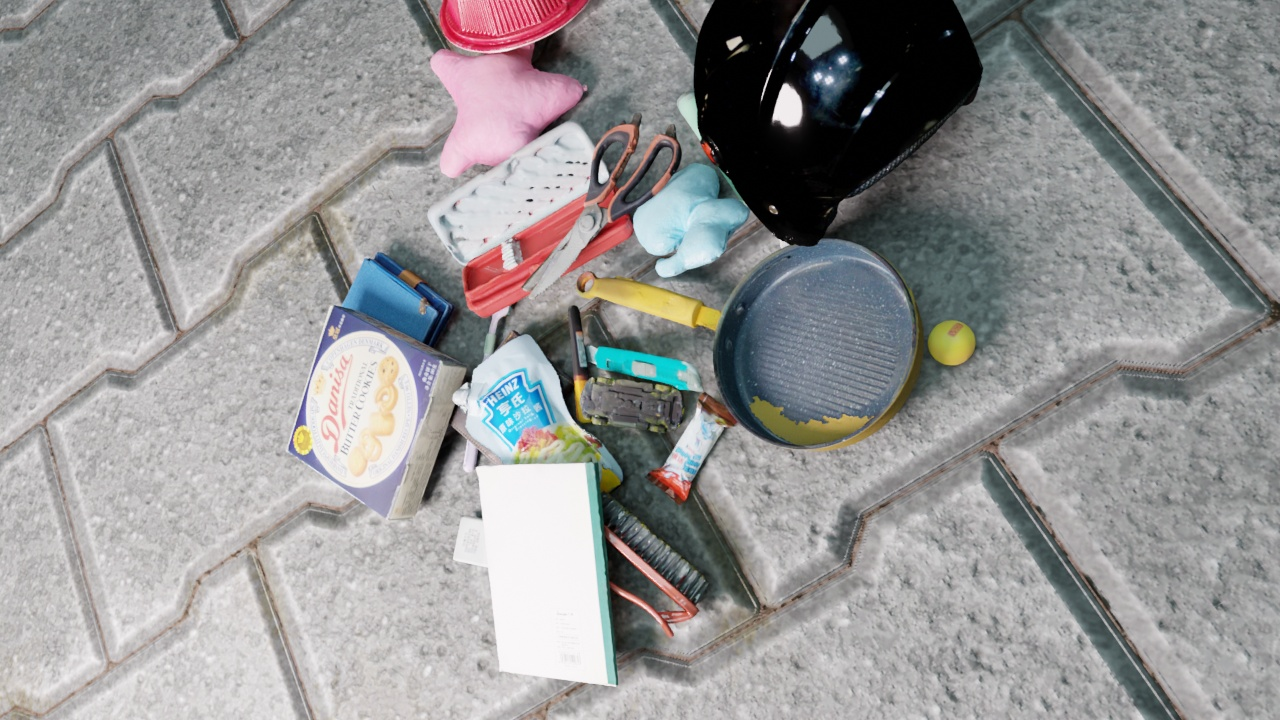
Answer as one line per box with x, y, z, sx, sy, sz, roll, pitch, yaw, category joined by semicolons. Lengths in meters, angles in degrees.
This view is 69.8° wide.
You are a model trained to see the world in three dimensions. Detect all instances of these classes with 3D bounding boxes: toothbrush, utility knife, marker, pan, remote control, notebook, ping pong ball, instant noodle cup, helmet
0.100;-0.190;0.936;0.027;0.027;0.224;-40;66;24;toothbrush
-0.169;0.028;0.999;0.029;0.021;0.189;-1;77;60;toothbrush
-0.005;0.005;0.910;0.180;0.013;0.029;11;105;46;utility knife
-0.064;0.004;0.954;0.015;0.018;0.124;-11;83;39;marker
0.090;-0.035;0.876;0.358;0.078;0.197;16;85;37;pan
-0.133;0.193;0.945;0.125;0.024;0.049;6;80;23;remote control
-0.092;0.203;0.887;0.151;0.012;0.209;-6;89;35;notebook
0.278;-0.016;0.820;0.040;0.040;0.040;-5;76;20;ping pong ball
-0.148;-0.433;1.031;0.194;0.066;0.193;-9;55;13;instant noodle cup
0.157;-0.256;0.812;0.233;0.230;0.275;-42;36;-11;helmet

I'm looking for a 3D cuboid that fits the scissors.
-0.052;-0.158;0.932;0.207;0.015;0.191;-13;75;15;scissors

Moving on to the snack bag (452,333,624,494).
-0.108;0.075;0.936;0.110;0.038;0.191;-38;77;10;snack bag

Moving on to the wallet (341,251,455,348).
-0.283;-0.052;1.051;0.133;0.040;0.106;34;101;24;wallet

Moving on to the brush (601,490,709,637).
-0.004;0.195;0.871;0.146;0.063;0.069;37;78;23;brush

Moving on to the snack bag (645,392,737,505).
0.051;0.085;0.895;0.048;0.026;0.104;36;94;10;snack bag

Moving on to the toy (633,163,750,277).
0.044;-0.142;0.913;0.156;0.050;0.161;7;55;42;toy

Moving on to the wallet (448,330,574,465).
-0.140;0.042;0.973;0.096;0.020;0.122;39;91;16;wallet

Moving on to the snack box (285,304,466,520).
-0.293;0.054;1.003;0.183;0.045;0.178;24;99;29;snack box

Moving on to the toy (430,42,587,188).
-0.145;-0.280;1.030;0.179;0.074;0.194;-10;79;7;toy

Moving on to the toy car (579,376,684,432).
-0.008;0.044;0.918;0.105;0.032;0.048;7;91;8;toy car

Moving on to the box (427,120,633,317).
-0.117;-0.148;0.988;0.201;0.073;0.154;-28;79;12;box
